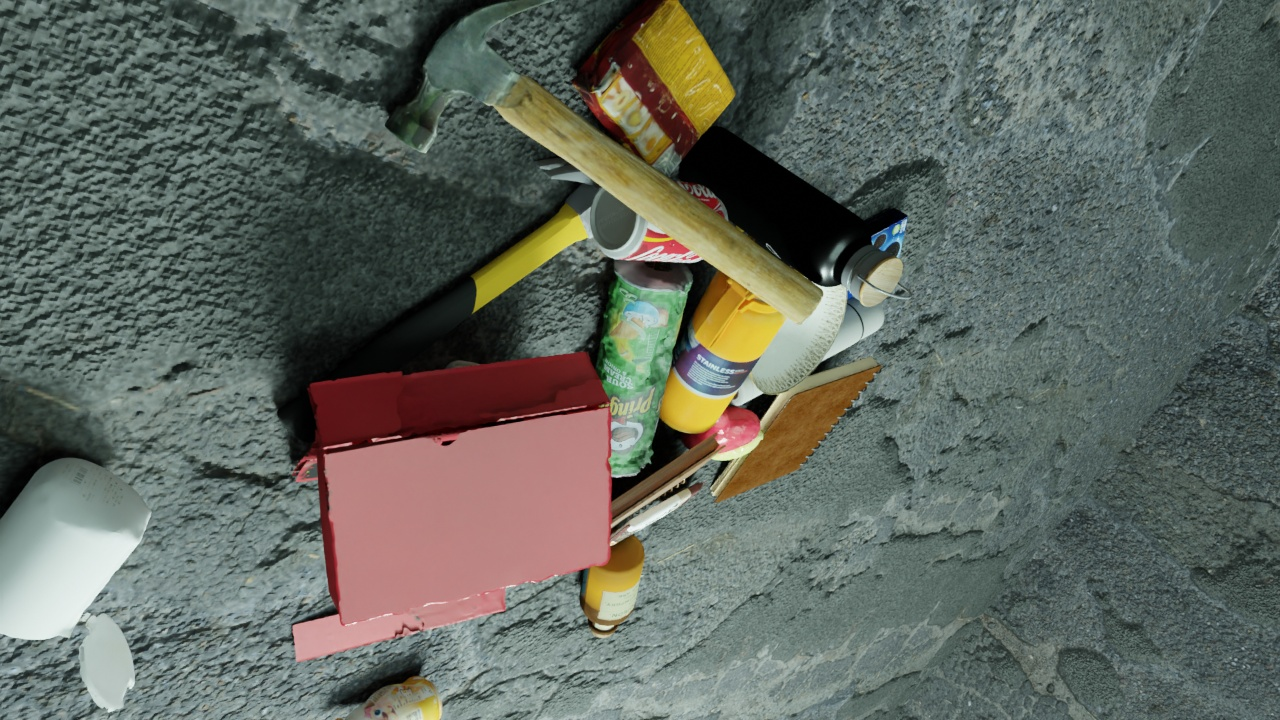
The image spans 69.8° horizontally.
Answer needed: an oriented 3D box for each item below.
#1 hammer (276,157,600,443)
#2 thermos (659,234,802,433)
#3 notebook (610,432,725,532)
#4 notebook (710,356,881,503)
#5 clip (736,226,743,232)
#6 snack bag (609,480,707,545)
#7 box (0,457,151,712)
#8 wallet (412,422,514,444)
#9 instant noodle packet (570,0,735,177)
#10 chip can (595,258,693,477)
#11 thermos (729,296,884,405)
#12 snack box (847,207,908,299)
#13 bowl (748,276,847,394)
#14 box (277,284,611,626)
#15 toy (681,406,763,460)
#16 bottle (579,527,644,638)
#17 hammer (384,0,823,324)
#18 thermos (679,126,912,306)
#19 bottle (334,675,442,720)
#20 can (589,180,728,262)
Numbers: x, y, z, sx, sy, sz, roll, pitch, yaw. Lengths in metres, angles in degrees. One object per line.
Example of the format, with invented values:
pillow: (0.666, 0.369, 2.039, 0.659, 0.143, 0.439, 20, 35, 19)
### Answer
hammer: (-0.138, -0.046, 0.715, 0.323, 0.029, 0.127, -37, 143, -10)
thermos: (0.079, -0.017, 0.854, 0.233, 0.076, 0.091, 118, -8, -49)
notebook: (-0.016, 0.156, 0.976, 0.210, 0.022, 0.169, -32, 170, -17)
notebook: (0.191, 0.086, 1.134, 0.167, 0.024, 0.226, -15, 148, -35)
clip: (0.120, -0.143, 0.874, 0.053, 0.044, 0.050, -25, 165, -24)
snack bag: (0.018, 0.178, 1.064, 0.157, 0.013, 0.057, -20, 160, -49)
box: (-0.365, 0.152, 0.611, 0.143, 0.083, 0.137, 39, 96, -30)
wallet: (-0.135, 0.046, 0.803, 0.116, 0.032, 0.086, 9, 121, -49)
instant noodle packet: (0.014, -0.205, 0.699, 0.098, 0.039, 0.135, -47, 143, 3)
chip can: (-0.006, 0.005, 0.855, 0.075, 0.075, 0.224, -17, 135, -34)
thermos: (0.185, -0.018, 1.041, 0.223, 0.052, 0.052, -26, 140, -25)
snack box: (0.231, -0.105, 1.023, 0.150, 0.027, 0.082, -28, 140, -22)
bowl: (0.145, -0.042, 0.953, 0.144, 0.063, 0.145, -27, 135, -31)
box: (-0.161, -0.077, 0.696, 0.215, 0.141, 0.510, -8, 89, -27)
toy: (0.089, 0.080, 1.027, 0.092, 0.045, 0.135, -16, 153, 15)
bottle: (-0.038, 0.275, 1.093, 0.067, 0.068, 0.157, -20, 137, -31)
hammer: (0.002, -0.123, 0.641, 0.330, 0.033, 0.132, 32, 98, -23)
thermos: (0.125, -0.111, 0.735, 0.061, 0.231, 0.061, -27, 140, -25)
bottle: (-0.267, 0.377, 0.970, 0.108, 0.063, 0.063, -7, 130, -40)
can: (0.016, -0.110, 0.721, 0.104, 0.064, 0.064, -4, 127, -45)
